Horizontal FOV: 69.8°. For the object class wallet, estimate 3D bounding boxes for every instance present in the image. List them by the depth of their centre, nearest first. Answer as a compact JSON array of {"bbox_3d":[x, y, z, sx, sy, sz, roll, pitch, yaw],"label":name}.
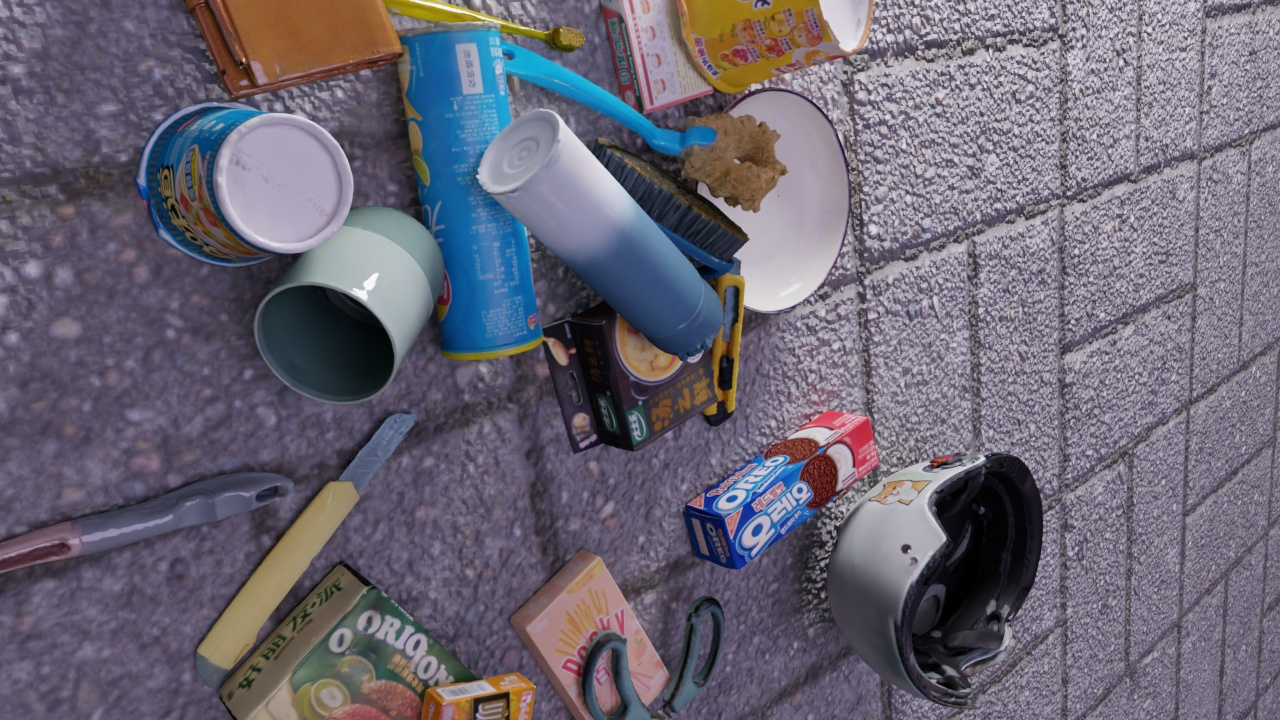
[{"bbox_3d":[-0.209,-0.224,0.523,0.107,0.031,0.132,-27,99,-30],"label":"wallet"}]

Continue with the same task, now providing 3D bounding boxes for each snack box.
[{"bbox_3d":[-0.119,0.294,0.624,0.075,0.026,0.154,6,96,-40],"label":"snack box"},{"bbox_3d":[-0.163,0.259,0.642,0.114,0.063,0.240,-49,124,-21],"label":"snack box"},{"bbox_3d":[0.008,-0.274,0.702,0.076,0.027,0.156,-27,114,-33],"label":"snack box"},{"bbox_3d":[-0.004,0.004,0.734,0.125,0.053,0.113,-30,116,-37],"label":"snack box"},{"bbox_3d":[-0.038,0.242,0.762,0.084,0.026,0.157,-41,122,-26],"label":"snack box"},{"bbox_3d":[0.136,0.117,0.859,0.207,0.057,0.058,-28,112,-31],"label":"snack box"}]

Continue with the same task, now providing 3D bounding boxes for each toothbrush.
[{"bbox_3d":[-0.118,-0.231,0.616,0.189,0.017,0.016,-2,98,-38],"label":"toothbrush"}]

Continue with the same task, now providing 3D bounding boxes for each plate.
[{"bbox_3d":[0.107,-0.137,0.799,0.192,0.039,0.192,-8,103,-37],"label":"plate"}]

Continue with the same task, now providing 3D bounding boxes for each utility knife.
[{"bbox_3d":[-0.217,0.118,0.600,0.212,0.022,0.031,-52,126,-11],"label":"utility knife"},{"bbox_3d":[0.070,-0.014,0.776,0.033,0.015,0.171,-11,123,-18],"label":"utility knife"}]

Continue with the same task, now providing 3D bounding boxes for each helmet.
[{"bbox_3d":[0.285,0.207,0.932,0.273,0.157,0.230,-37,118,-40],"label":"helmet"}]

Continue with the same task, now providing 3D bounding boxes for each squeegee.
[{"bbox_3d":[-0.317,0.104,0.506,0.248,0.040,0.248,-19,125,-41],"label":"squeegee"}]

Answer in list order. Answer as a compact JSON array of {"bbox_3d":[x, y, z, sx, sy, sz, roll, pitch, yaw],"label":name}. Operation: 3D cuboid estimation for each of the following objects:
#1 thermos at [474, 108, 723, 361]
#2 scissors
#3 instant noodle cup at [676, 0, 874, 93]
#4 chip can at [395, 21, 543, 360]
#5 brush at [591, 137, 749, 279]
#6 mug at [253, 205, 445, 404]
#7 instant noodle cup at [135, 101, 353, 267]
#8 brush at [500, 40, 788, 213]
[{"bbox_3d":[-0.016,-0.075,0.623,0.220,0.070,0.070,41,72,-45],"label":"thermos"},{"bbox_3d":[0.024,0.270,0.788,0.180,0.019,0.170,-39,119,-29],"label":"scissors"},{"bbox_3d":[0.110,-0.283,0.709,0.137,0.110,0.138,-7,99,-53],"label":"instant noodle cup"},{"bbox_3d":[-0.113,-0.110,0.609,0.071,0.071,0.210,-17,108,-36],"label":"chip can"},{"bbox_3d":[0.009,-0.106,0.700,0.144,0.055,0.074,31,109,-15],"label":"brush"},{"bbox_3d":[-0.177,-0.031,0.554,0.082,0.112,0.106,43,30,-21],"label":"mug"},{"bbox_3d":[-0.212,-0.096,0.506,0.099,0.110,0.099,-9,104,-38],"label":"instant noodle cup"},{"bbox_3d":[0.002,-0.176,0.671,0.254,0.046,0.083,18,60,-23],"label":"brush"}]
